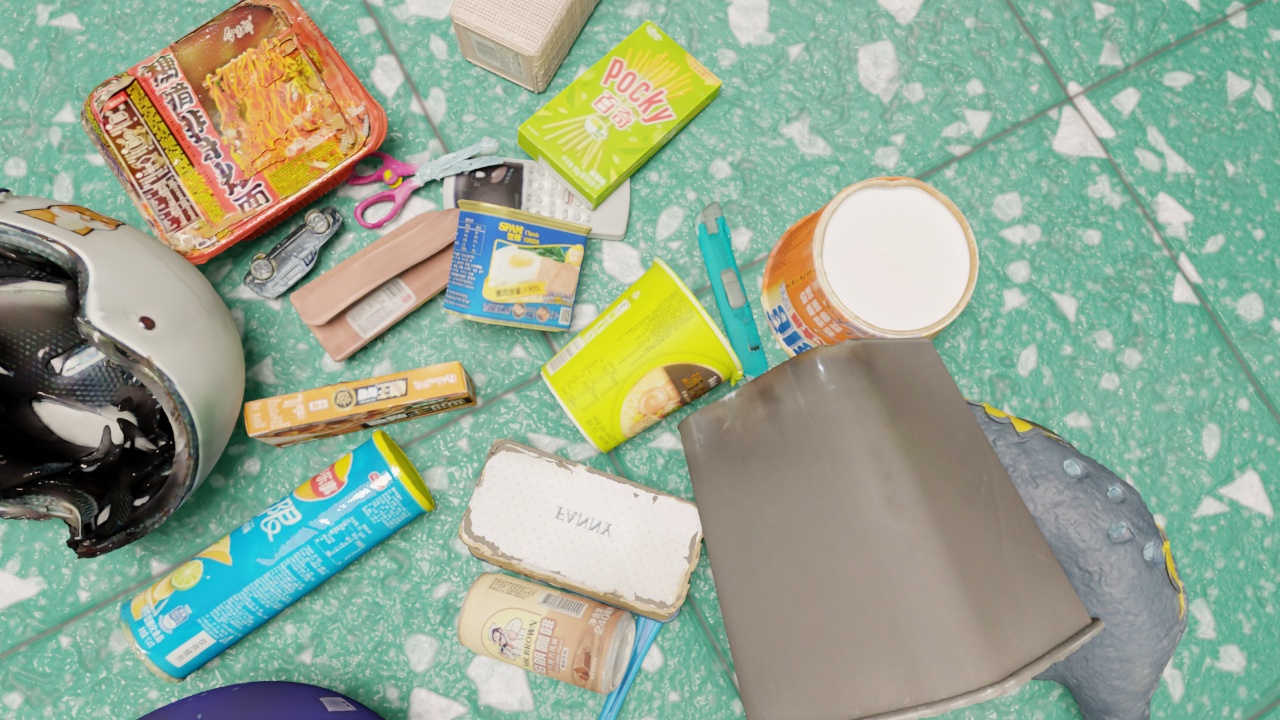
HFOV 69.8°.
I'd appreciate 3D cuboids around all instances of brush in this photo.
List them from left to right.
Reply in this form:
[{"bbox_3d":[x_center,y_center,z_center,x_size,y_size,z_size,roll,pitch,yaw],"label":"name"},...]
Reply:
[{"bbox_3d":[-0.188,-0.064,0.695,0.145,0.073,0.063,-36,83,-11],"label":"brush"},{"bbox_3d":[-0.026,0.260,0.669,0.083,0.046,0.254,26,75,5],"label":"brush"}]

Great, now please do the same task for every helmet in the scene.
[{"bbox_3d":[-0.385,-0.011,0.622,0.274,0.156,0.230,20,118,9],"label":"helmet"},{"bbox_3d":[-0.211,0.343,0.527,0.240,0.247,0.315,-31,76,10],"label":"helmet"}]

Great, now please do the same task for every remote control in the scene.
[{"bbox_3d":[-0.083,-0.132,0.740,0.150,0.021,0.058,4,79,-4],"label":"remote control"}]

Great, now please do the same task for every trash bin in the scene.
[{"bbox_3d":[0.147,0.115,0.615,0.198,0.199,0.219,-2,66,-45],"label":"trash bin"}]

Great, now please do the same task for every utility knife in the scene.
[{"bbox_3d":[0.078,-0.043,0.739,0.029,0.013,0.182,-16,81,-6],"label":"utility knife"}]

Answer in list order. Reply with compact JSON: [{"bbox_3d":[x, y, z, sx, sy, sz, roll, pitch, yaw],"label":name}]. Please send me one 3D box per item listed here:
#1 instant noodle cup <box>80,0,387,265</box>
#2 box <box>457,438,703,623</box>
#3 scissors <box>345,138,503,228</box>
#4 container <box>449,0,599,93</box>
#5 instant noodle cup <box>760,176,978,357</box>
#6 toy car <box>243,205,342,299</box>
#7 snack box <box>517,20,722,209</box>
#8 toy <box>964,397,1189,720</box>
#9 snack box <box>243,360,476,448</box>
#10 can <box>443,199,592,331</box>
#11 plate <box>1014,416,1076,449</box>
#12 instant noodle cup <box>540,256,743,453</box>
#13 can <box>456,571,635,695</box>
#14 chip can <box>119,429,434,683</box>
[{"bbox_3d":[-0.300,-0.173,0.700,0.188,0.079,0.164,-35,80,-7],"label":"instant noodle cup"},{"bbox_3d":[-0.034,0.126,0.667,0.184,0.061,0.089,21,70,3],"label":"box"},{"bbox_3d":[-0.169,-0.140,0.725,0.137,0.017,0.073,-6,78,10],"label":"scissors"},{"bbox_3d":[-0.090,-0.289,0.736,0.090,0.090,0.111,26,82,1],"label":"container"},{"bbox_3d":[0.177,-0.064,0.700,0.151,0.111,0.151,1,79,-4],"label":"instant noodle cup"},{"bbox_3d":[-0.267,-0.085,0.710,0.090,0.043,0.034,-44,112,-7],"label":"toy car"},{"bbox_3d":[-0.016,-0.201,0.742,0.086,0.026,0.156,43,71,6],"label":"snack box"},{"bbox_3d":[0.305,0.151,0.657,0.138,0.091,0.356,-25,78,8],"label":"toy"},{"bbox_3d":[-0.201,0.033,0.675,0.153,0.075,0.026,-12,80,-6],"label":"snack box"},{"bbox_3d":[-0.092,-0.069,0.684,0.102,0.057,0.083,6,97,-43],"label":"can"},{"bbox_3d":[0.290,0.130,0.717,0.179,0.024,0.179,1,80,-4],"label":"plate"},{"bbox_3d":[-0.004,0.004,0.685,0.123,0.111,0.111,-37,84,-1],"label":"instant noodle cup"},{"bbox_3d":[-0.066,0.192,0.651,0.116,0.058,0.058,12,79,15],"label":"can"},{"bbox_3d":[-0.255,0.137,0.655,0.210,0.071,0.071,-35,84,-8],"label":"chip can"}]
